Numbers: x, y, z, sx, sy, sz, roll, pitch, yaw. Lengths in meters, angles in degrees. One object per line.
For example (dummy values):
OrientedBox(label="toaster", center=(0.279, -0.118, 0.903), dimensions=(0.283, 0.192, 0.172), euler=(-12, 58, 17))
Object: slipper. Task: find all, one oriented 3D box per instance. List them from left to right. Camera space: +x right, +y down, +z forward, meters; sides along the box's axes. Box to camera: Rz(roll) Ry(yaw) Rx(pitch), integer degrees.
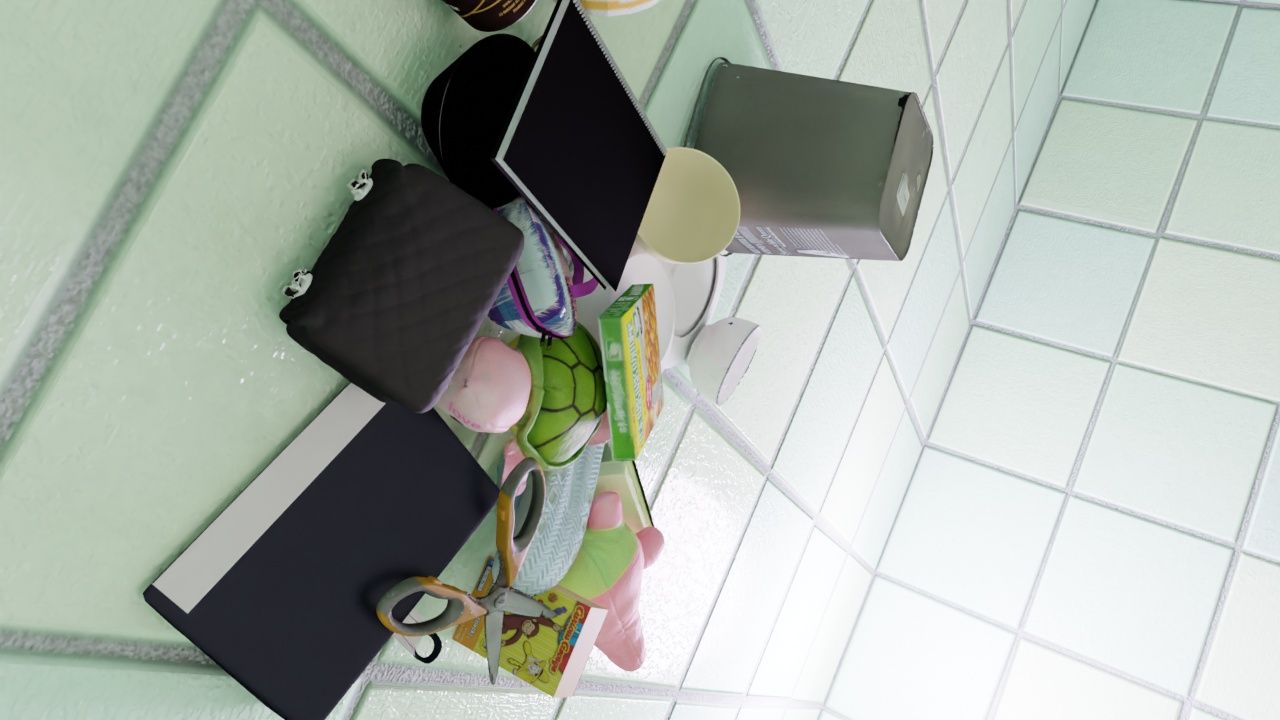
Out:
OrientedBox(label="slipper", center=(-0.093, 0.115, 0.898), dimensions=(0.104, 0.074, 0.244), euler=(59, 39, -49))

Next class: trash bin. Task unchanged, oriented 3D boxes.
OrientedBox(label="trash bin", center=(0.188, -0.211, 1.018), dimensions=(0.197, 0.220, 0.197), euler=(24, 80, -61))

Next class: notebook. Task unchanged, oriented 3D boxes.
OrientedBox(label="notebook", center=(-0.040, -0.169, 0.752), dimensions=(0.206, 0.016, 0.148), euler=(47, 59, -58))

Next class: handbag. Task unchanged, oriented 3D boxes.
OrientedBox(label="handbag", center=(-0.179, -0.058, 0.652), dimensions=(0.125, 0.115, 0.153), euler=(38, 75, -36))
OrientedBox(label="handbag", center=(-0.077, -0.087, 0.794), dimensions=(0.144, 0.068, 0.169), euler=(71, 20, -2))

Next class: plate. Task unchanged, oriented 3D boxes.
OrientedBox(label="plate", center=(-0.004, -0.048, 0.963), dimensions=(0.188, 0.016, 0.188), euler=(-9, 101, -57))
OrientedBox(label="plate", center=(0.058, -0.088, 1.096), dimensions=(0.208, 0.015, 0.209), euler=(-38, 138, -46))

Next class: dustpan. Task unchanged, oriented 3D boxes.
OrientedBox(label="dustpan", center=(-0.222, 0.168, 0.736), dimensions=(0.235, 0.080, 0.273), euler=(-52, 126, -31))

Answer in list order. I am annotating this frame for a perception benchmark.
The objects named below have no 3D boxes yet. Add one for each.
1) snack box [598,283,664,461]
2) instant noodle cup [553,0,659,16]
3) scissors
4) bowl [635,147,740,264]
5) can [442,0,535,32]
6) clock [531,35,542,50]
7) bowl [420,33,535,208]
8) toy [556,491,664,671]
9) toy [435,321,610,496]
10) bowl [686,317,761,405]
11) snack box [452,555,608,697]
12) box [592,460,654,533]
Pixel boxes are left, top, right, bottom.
OrientedBox(label="snack box", center=(-0.005, 0.005, 0.871), dimensions=(0.167, 0.027, 0.132), euler=(-56, 142, -72))
OrientedBox(label="instant noodle cup", center=(-0.027, -0.341, 0.695), dimensions=(0.123, 0.123, 0.121), euler=(-49, 152, -35))
OrientedBox(label="scissors", center=(-0.122, 0.181, 0.774), dimensions=(0.225, 0.016, 0.225), euler=(32, 83, -55))
OrientedBox(label="bowl", center=(0.034, -0.150, 0.944), dimensions=(0.118, 0.118, 0.074), euler=(-64, -167, -13))
OrientedBox(label="can", center=(-0.122, -0.278, 0.603), dimensions=(0.128, 0.072, 0.072), euler=(27, 83, -61))
OrientedBox(label="clock", center=(-0.072, -0.205, 0.761), dimensions=(0.090, 0.052, 0.130), euler=(-42, 136, -42))
OrientedBox(label="bowl", center=(-0.124, -0.180, 0.679), dimensions=(0.123, 0.052, 0.124), euler=(-38, 137, -46))
OrientedBox(label="toy", center=(-0.044, 0.255, 1.015), dimensions=(0.191, 0.097, 0.237), euler=(-31, 121, -18))
OrientedBox(label="toy", center=(-0.089, 0.025, 0.802), dimensions=(0.238, 0.088, 0.190), euler=(16, 75, -57))
OrientedBox(label="bowl", center=(0.099, -0.006, 1.157), dimensions=(0.113, 0.063, 0.114), euler=(-54, 163, -25))
OrientedBox(label="snack box", center=(-0.108, 0.259, 0.897), dimensions=(0.040, 0.126, 0.088), euler=(38, 74, -60))
OrientedBox(label="box", center=(-0.033, 0.162, 1.061), dimensions=(0.083, 0.091, 0.188), euler=(-24, 136, -8))
